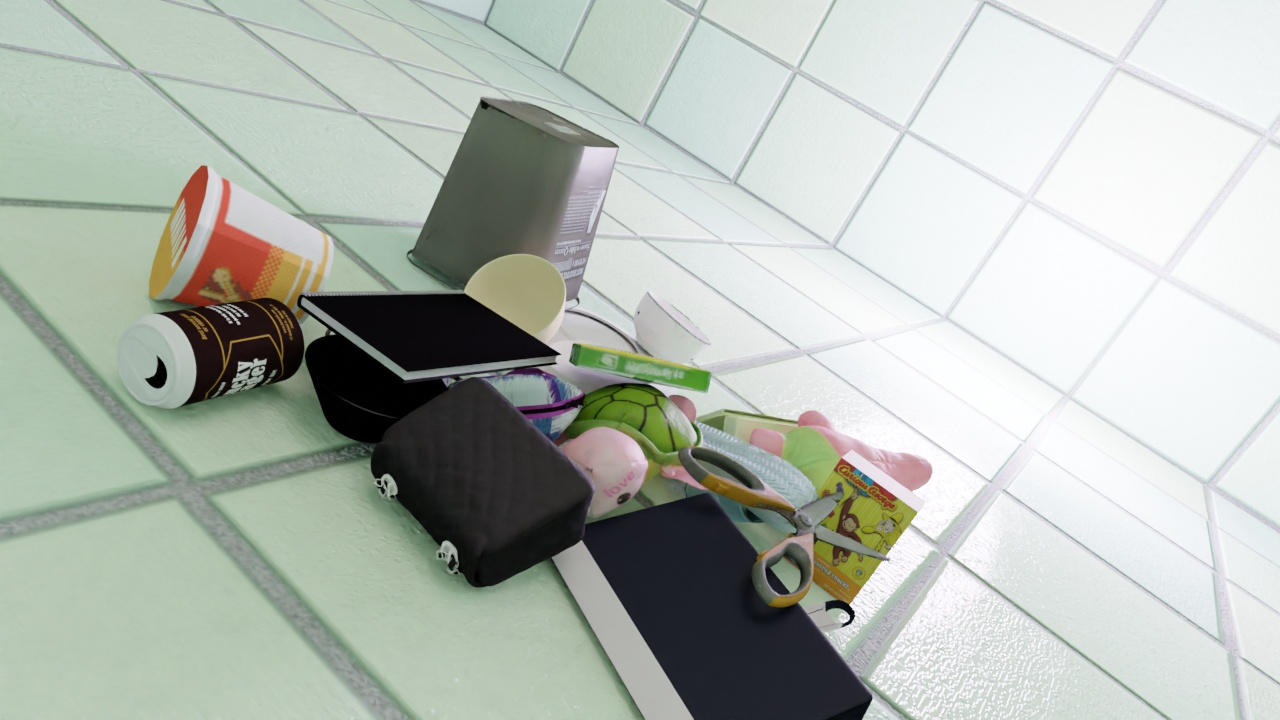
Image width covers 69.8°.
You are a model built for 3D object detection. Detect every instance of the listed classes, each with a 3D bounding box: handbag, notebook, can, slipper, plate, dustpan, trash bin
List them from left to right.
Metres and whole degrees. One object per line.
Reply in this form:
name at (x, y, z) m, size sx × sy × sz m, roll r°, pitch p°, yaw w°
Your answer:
can at (-0.331, -0.008, 0.719) m, size 0.072 × 0.072 × 0.128 m, roll 34°, pitch 21°, yaw 14°
notebook at (-0.192, -0.028, 0.862) m, size 0.149 × 0.016 × 0.206 m, roll 31°, pitch 20°, yaw 27°
handbag at (-0.130, 0.109, 0.725) m, size 0.124 × 0.115 × 0.153 m, roll -27°, pitch 59°, yaw -38°
handbag at (-0.119, 0.036, 0.886) m, size 0.144 × 0.068 × 0.170 m, roll -4°, pitch 8°, yaw 2°
trash bin at (-0.149, -0.199, 1.169) m, size 0.197 × 0.220 × 0.197 m, roll 29°, pitch 21°, yaw 15°
plate at (-0.060, -0.029, 1.204) m, size 0.208 × 0.015 × 0.208 m, roll 25°, pitch 21°, yaw -10°
plate at (-0.049, 0.011, 1.057) m, size 0.188 × 0.016 × 0.188 m, roll 12°, pitch 23°, yaw -5°
slipper at (0.079, 0.121, 0.955) m, size 0.103 × 0.074 × 0.246 m, roll -2°, pitch 20°, yaw -46°
dustpan at (0.082, 0.222, 0.766) m, size 0.272 × 0.080 × 0.236 m, roll -10°, pitch 39°, yaw -28°

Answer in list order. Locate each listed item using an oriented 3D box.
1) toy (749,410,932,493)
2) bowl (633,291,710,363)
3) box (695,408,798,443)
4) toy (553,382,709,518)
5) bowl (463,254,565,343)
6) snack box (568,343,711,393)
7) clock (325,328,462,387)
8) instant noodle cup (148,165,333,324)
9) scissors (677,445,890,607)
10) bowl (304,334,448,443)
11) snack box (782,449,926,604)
toy at (0.236, 0.133, 1.057) m, size 0.236 × 0.097 × 0.191 m, roll 1°, pitch 55°, yaw -25°
bowl at (0.035, -0.037, 1.259) m, size 0.113 × 0.063 × 0.113 m, roll 39°, pitch 10°, yaw -9°
box at (0.154, 0.110, 1.118) m, size 0.187 × 0.092 × 0.083 m, roll 10°, pitch 62°, yaw -39°
toy at (-0.014, 0.075, 0.875) m, size 0.190 × 0.088 × 0.237 m, roll 16°, pitch 22°, yaw 17°
bowl at (-0.139, -0.054, 1.060) m, size 0.118 × 0.117 × 0.074 m, roll 39°, pitch -19°, yaw 24°
snack box at (-0.006, 0.006, 0.960) m, size 0.132 × 0.027 × 0.168 m, roll 12°, pitch 0°, yaw -7°
clock at (-0.235, -0.005, 0.871) m, size 0.129 × 0.052 × 0.090 m, roll 14°, pitch 25°, yaw -25°
instant noodle cup at (-0.358, -0.094, 0.834) m, size 0.121 × 0.123 × 0.123 m, roll 23°, pitch 20°, yaw -38°
scissors at (0.125, 0.138, 0.819) m, size 0.225 × 0.016 × 0.224 m, roll 40°, pitch 29°, yaw 16°
bowl at (-0.230, 0.034, 0.778) m, size 0.124 × 0.053 × 0.124 m, roll 25°, pitch 21°, yaw -10°
snack box at (0.213, 0.170, 0.931) m, size 0.088 × 0.126 × 0.040 m, roll 37°, pitch 22°, yaw 19°
